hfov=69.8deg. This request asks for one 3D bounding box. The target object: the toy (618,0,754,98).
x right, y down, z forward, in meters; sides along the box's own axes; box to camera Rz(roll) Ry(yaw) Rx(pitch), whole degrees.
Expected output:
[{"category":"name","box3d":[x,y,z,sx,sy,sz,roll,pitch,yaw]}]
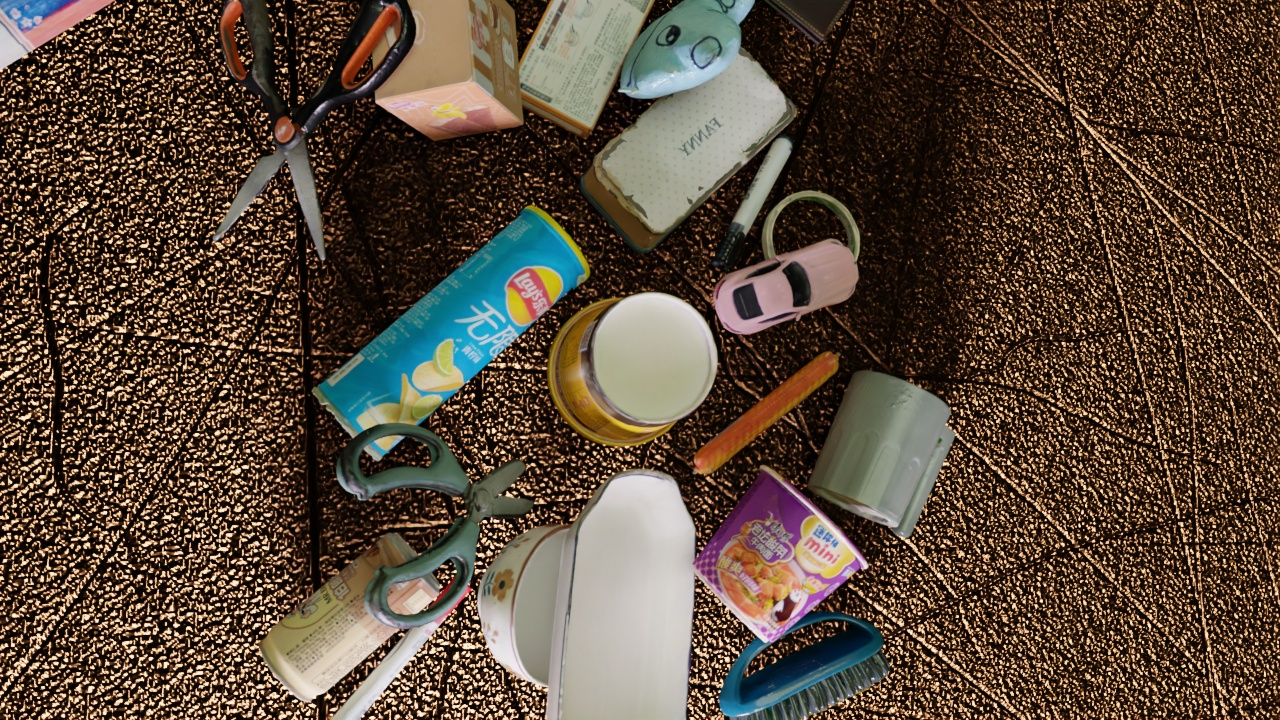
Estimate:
[{"category":"toy","box3d":[0.034,-0.245,0.702,0.156,0.161,0.050,-44,121,-13]}]

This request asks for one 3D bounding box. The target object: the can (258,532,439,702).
[{"category":"can","box3d":[-0.203,0.179,0.647,0.116,0.059,0.058,-40,94,-15]}]

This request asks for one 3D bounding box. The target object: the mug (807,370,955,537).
[{"category":"mug","box3d":[0.205,0.081,0.754,0.124,0.084,0.103,34,77,-34]}]

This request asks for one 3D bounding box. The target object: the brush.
[{"category":"brush","box3d":[0.126,0.241,0.723,0.143,0.055,0.073,-20,91,-14]}]

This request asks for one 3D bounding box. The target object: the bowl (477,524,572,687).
[{"category":"bowl","box3d":[-0.077,0.174,0.667,0.113,0.062,0.113,2,88,-56]}]

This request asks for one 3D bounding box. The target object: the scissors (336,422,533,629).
[{"category":"scissors","box3d":[-0.144,0.092,0.646,0.176,0.019,0.172,-42,110,-46]}]

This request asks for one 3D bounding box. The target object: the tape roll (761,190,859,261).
[{"category":"tape roll","box3d":[0.146,-0.102,0.784,0.085,0.014,0.085,1,84,-13]}]

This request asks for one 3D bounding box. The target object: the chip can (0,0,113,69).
[{"category":"chip can","box3d":[-0.418,-0.261,0.634,0.214,0.071,0.071,-40,95,-15]}]

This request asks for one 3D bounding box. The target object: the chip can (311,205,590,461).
[{"category":"chip can","box3d":[-0.136,-0.022,0.678,0.210,0.071,0.071,-43,95,-13]}]

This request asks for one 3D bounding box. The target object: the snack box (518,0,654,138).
[{"category":"snack box","box3d":[-0.044,-0.265,0.748,0.075,0.026,0.153,26,79,-10]}]

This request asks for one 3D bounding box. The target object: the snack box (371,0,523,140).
[{"category":"snack box","box3d":[-0.141,-0.225,0.674,0.077,0.094,0.092,-6,85,14]}]

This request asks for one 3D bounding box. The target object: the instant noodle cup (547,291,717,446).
[{"category":"instant noodle cup","box3d":[-0.004,0.004,0.685,0.118,0.114,0.118,1,84,-13]}]

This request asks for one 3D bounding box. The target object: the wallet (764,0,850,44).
[{"category":"wallet","box3d":[0.136,-0.351,0.805,0.122,0.020,0.096,35,83,-9]}]

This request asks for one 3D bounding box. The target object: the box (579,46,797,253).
[{"category":"box","box3d":[0.034,-0.168,0.741,0.184,0.062,0.090,-41,94,-12]}]

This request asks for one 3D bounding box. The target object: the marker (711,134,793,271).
[{"category":"marker","box3d":[0.096,-0.133,0.772,0.018,0.023,0.130,36,77,-37]}]

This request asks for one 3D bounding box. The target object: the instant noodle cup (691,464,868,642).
[{"category":"instant noodle cup","box3d":[0.101,0.153,0.704,0.111,0.111,0.099,45,84,-6]}]

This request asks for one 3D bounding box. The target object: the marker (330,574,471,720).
[{"category":"marker","box3d":[-0.178,0.218,0.671,0.017,0.017,0.145,43,77,-6]}]

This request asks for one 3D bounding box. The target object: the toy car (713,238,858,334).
[{"category":"toy car","box3d":[0.120,-0.060,0.751,0.122,0.037,0.056,-20,99,-1]}]

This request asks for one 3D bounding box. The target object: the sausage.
[{"category":"sausage","box3d":[0.105,0.042,0.756,0.165,0.021,0.021,-37,94,-14]}]

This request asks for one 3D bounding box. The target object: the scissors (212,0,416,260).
[{"category":"scissors","box3d":[-0.248,-0.183,0.650,0.234,0.021,0.221,-41,71,17]}]

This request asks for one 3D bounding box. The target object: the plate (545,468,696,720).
[{"category":"plate","box3d":[-0.018,0.211,0.669,0.161,0.034,0.265,12,80,-54]}]
